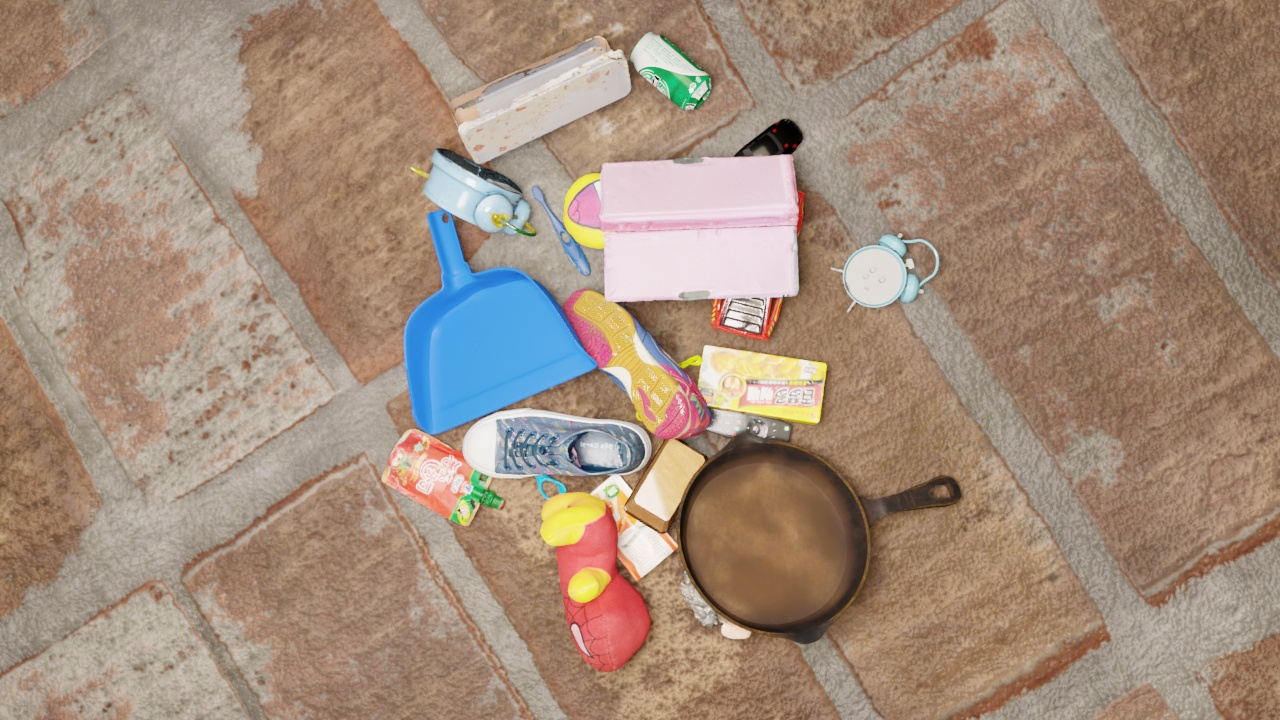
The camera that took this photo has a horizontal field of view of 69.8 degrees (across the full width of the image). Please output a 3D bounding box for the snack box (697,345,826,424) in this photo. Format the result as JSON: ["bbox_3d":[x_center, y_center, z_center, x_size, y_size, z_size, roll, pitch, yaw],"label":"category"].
[{"bbox_3d":[0.147,0.030,1.124,0.152,0.025,0.075,9,81,5],"label":"snack box"}]

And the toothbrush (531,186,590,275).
[{"bbox_3d":[-0.100,-0.163,1.159,0.021,0.016,0.132,-32,89,4],"label":"toothbrush"}]

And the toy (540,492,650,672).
[{"bbox_3d":[-0.053,0.264,1.086,0.099,0.147,0.216,-17,99,4],"label":"toy"}]

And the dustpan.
[{"bbox_3d":[-0.205,-0.070,1.131,0.246,0.059,0.257,-22,75,17],"label":"dustpan"}]

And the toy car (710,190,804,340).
[{"bbox_3d":[0.144,-0.122,1.119,0.081,0.056,0.189,15,88,4],"label":"toy car"}]

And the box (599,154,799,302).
[{"bbox_3d":[0.069,-0.159,1.075,0.233,0.059,0.179,-3,77,2],"label":"box"}]

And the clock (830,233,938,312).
[{"bbox_3d":[0.300,-0.107,1.109,0.123,0.042,0.087,-20,88,6],"label":"clock"}]

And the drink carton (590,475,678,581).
[{"bbox_3d":[-0.018,0.205,1.141,0.069,0.039,0.122,-40,80,3],"label":"drink carton"}]

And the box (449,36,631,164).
[{"bbox_3d":[-0.125,-0.326,1.120,0.216,0.094,0.107,-26,58,-4],"label":"box"}]

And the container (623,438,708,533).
[{"bbox_3d":[0.033,0.147,1.108,0.063,0.061,0.113,31,78,5],"label":"container"}]

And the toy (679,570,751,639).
[{"bbox_3d":[0.138,0.272,1.104,0.176,0.076,0.132,16,75,7],"label":"toy"}]

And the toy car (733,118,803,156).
[{"bbox_3d":[0.157,-0.260,1.126,0.092,0.036,0.042,-37,86,3],"label":"toy car"}]

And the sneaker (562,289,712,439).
[{"bbox_3d":[-0.006,0.006,1.115,0.242,0.091,0.116,49,117,27],"label":"sneaker"}]

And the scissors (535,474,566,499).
[{"bbox_3d":[-0.137,0.114,1.161,0.132,0.015,0.110,32,96,9],"label":"scissors"}]

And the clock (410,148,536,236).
[{"bbox_3d":[-0.193,-0.200,1.117,0.162,0.118,0.060,33,103,13],"label":"clock"}]

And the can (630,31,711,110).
[{"bbox_3d":[0.039,-0.354,1.129,0.101,0.053,0.053,41,93,4],"label":"can"}]

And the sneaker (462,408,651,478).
[{"bbox_3d":[-0.107,0.103,1.108,0.236,0.079,0.087,0,89,9],"label":"sneaker"}]

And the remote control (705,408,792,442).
[{"bbox_3d":[0.123,0.081,1.138,0.125,0.010,0.039,13,90,5],"label":"remote control"}]

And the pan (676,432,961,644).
[{"bbox_3d":[0.212,0.194,1.083,0.355,0.043,0.248,-12,68,-13],"label":"pan"}]

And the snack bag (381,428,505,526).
[{"bbox_3d":[-0.243,0.151,1.160,0.155,0.044,0.087,26,82,-1],"label":"snack bag"}]

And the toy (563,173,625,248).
[{"bbox_3d":[-0.051,-0.186,1.141,0.094,0.041,0.095,-12,85,9],"label":"toy"}]
